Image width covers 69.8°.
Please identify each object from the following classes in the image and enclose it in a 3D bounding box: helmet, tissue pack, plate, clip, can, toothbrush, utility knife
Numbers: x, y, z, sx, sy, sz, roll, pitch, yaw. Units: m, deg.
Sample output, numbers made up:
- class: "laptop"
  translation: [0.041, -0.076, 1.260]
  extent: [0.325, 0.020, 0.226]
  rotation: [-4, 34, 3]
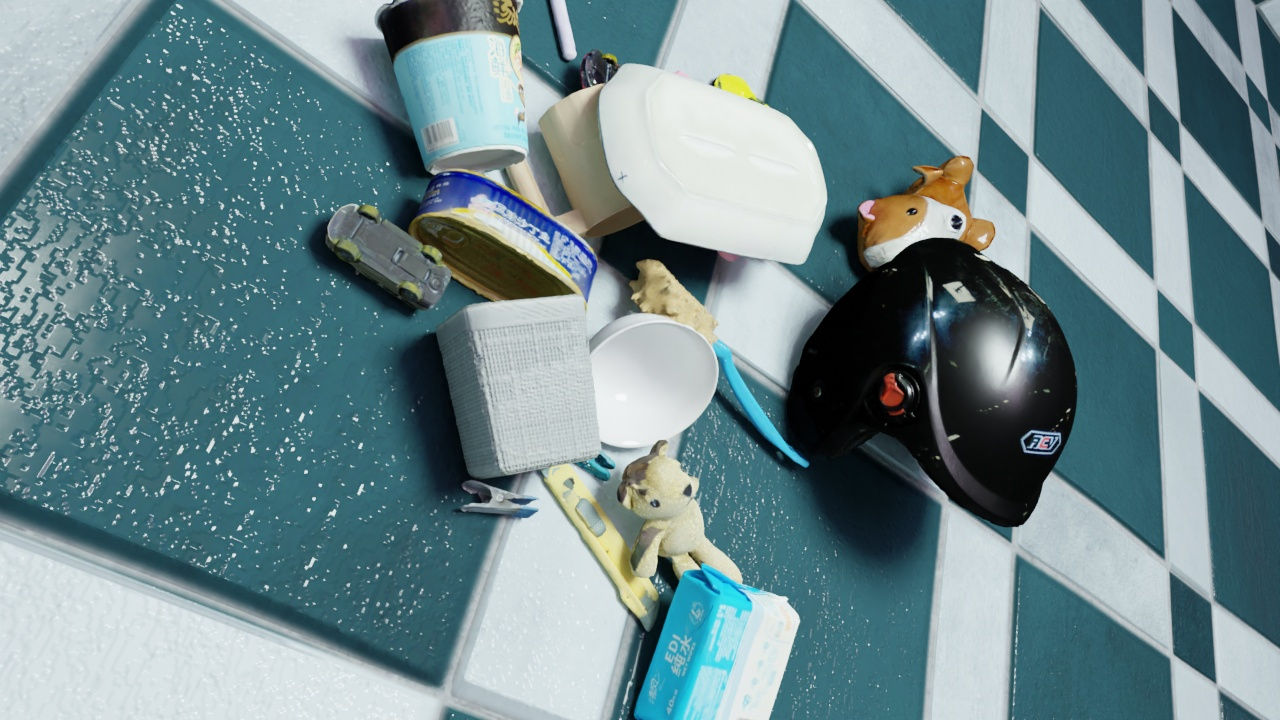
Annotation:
- class: "helmet"
  translation: [0.289, 0.020, 0.867]
  extent: [0.233, 0.231, 0.274]
  rotation: [11, 29, -36]
- class: "tissue pack"
  translation: [0.056, 0.231, 0.696]
  extent: [0.090, 0.063, 0.140]
  rotation: [23, 82, -31]
- class: "plate"
  translation: [0.077, -0.170, 0.783]
  extent: [0.265, 0.034, 0.162]
  rotation: [5, 70, -41]
- class: "clip"
  translation: [-0.102, 0.100, 0.657]
  extent: [0.057, 0.025, 0.033]
  rotation: [14, 62, -28]
- class: "can"
  translation: [-0.099, -0.083, 0.689]
  extent: [0.148, 0.075, 0.049]
  rotation: [31, 55, -27]
- class: "toothbrush"
  translation: [-0.080, -0.362, 0.842]
  extent: [0.021, 0.029, 0.189]
  rotation: [-11, 81, 0]
- class: "utility knife"
  translation: [-0.043, 0.120, 0.706]
  extent: [0.207, 0.021, 0.030]
  rotation: [53, 50, -5]
- class: "clip"
  translation: [-0.043, 0.074, 0.720]
  extent: [0.056, 0.014, 0.040]
  rotation: [42, 53, -18]

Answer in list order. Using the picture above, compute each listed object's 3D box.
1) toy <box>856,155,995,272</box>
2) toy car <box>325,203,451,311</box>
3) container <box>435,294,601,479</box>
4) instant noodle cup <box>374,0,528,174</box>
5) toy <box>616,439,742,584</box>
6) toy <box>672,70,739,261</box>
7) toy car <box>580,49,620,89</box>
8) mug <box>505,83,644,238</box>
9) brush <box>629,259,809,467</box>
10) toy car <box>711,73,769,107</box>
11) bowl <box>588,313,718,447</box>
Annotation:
- class: "toy"
  translation: [0.317, -0.146, 1.028]
  extent: [0.199, 0.131, 0.140]
  rotation: [-26, 98, -32]
- class: "toy car"
  translation: [-0.179, -0.072, 0.646]
  extent: [0.090, 0.035, 0.042]
  rotation: [36, 53, -24]
- class: "container"
  translation: [-0.084, 0.021, 0.647]
  extent: [0.090, 0.090, 0.114]
  rotation: [-8, 85, -27]
- class: "instant noodle cup"
  translation: [-0.133, -0.206, 0.693]
  extent: [0.111, 0.111, 0.120]
  rotation: [-12, 90, -41]
- class: "toy"
  translation: [0.035, 0.138, 0.727]
  extent: [0.104, 0.066, 0.157]
  rotation: [-52, 124, -35]
- class: "toy"
  translation: [0.068, -0.182, 0.860]
  extent: [0.178, 0.075, 0.194]
  rotation: [-9, 77, -48]
- class: "toy car"
  translation: [-0.017, -0.241, 0.839]
  extent: [0.106, 0.031, 0.049]
  rotation: [25, 60, -43]
- class: "mug"
  translation: [-0.048, -0.159, 0.765]
  extent: [0.124, 0.084, 0.103]
  rotation: [-23, 88, -15]
- class: "brush"
  translation: [0.075, 0.011, 0.814]
  extent: [0.046, 0.083, 0.254]
  rotation: [-39, 115, 3]
- class: "toy car"
  translation: [0.115, -0.254, 0.953]
  extent: [0.105, 0.032, 0.048]
  rotation: [50, 51, -12]
- class: "bowl"
  translation: [-0.004, 0.004, 0.733]
  extent: [0.118, 0.118, 0.064]
  rotation: [22, 22, -32]
